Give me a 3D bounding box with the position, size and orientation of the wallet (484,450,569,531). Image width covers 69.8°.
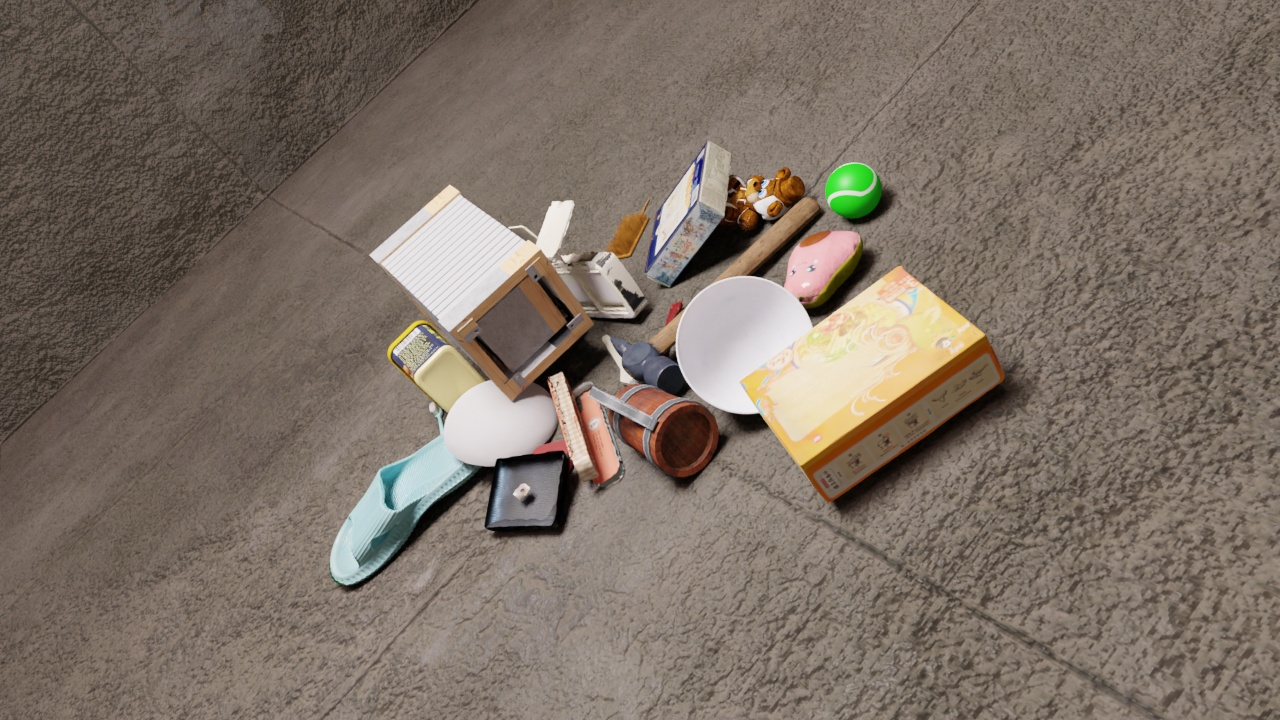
[{"bbox_3d":[-0.130,0.152,1.064,0.115,0.026,0.089,-10,63,35],"label":"wallet"}]

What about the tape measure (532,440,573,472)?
[{"bbox_3d":[-0.107,0.124,1.100,0.059,0.019,0.051,-15,45,31],"label":"tape measure"}]

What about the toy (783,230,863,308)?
[{"bbox_3d":[0.203,-0.102,1.036,0.090,0.051,0.109,-3,50,43],"label":"toy"}]

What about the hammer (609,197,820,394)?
[{"bbox_3d":[0.102,-0.092,1.122,0.321,0.040,0.129,-43,37,-11],"label":"hammer"}]

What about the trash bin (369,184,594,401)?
[{"bbox_3d":[-0.208,-0.092,1.185,0.142,0.142,0.247,-44,45,-9],"label":"trash bin"}]

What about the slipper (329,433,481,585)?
[{"bbox_3d":[-0.308,0.170,1.180,0.276,0.069,0.116,-42,39,0],"label":"slipper"}]

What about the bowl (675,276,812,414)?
[{"bbox_3d":[0.109,-0.012,0.983,0.144,0.144,0.074,-42,-5,-4],"label":"bowl"}]

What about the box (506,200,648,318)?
[{"bbox_3d":[-0.094,-0.117,1.209,0.144,0.180,0.080,3,47,53],"label":"box"}]

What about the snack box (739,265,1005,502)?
[{"bbox_3d":[0.213,0.023,0.861,0.195,0.080,0.145,-36,35,5],"label":"snack box"}]

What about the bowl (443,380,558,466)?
[{"bbox_3d":[-0.181,0.066,1.164,0.149,0.043,0.149,-6,40,5],"label":"bowl"}]

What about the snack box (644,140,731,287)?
[{"bbox_3d":[0.064,-0.196,1.223,0.145,0.042,0.144,-51,20,43],"label":"snack box"}]

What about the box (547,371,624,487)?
[{"bbox_3d":[-0.067,0.076,1.089,0.067,0.057,0.187,-9,35,-12],"label":"box"}]

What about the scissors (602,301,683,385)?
[{"bbox_3d":[0.000,0.000,1.143,0.180,0.015,0.198,9,58,46],"label":"scissors"}]

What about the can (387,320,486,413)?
[{"bbox_3d":[-0.267,0.023,1.262,0.075,0.135,0.104,-46,38,-10],"label":"can"}]

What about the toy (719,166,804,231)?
[{"bbox_3d":[0.157,-0.212,1.191,0.113,0.067,0.087,-17,48,49],"label":"toy"}]

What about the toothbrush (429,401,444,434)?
[{"bbox_3d":[-0.274,0.111,1.273,0.016,0.016,0.180,-39,36,5],"label":"toothbrush"}]

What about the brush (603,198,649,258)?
[{"bbox_3d":[-0.014,-0.203,1.380,0.048,0.017,0.126,-7,46,38],"label":"brush"}]

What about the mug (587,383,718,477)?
[{"bbox_3d":[0.007,0.063,0.981,0.111,0.117,0.081,24,87,56],"label":"mug"}]

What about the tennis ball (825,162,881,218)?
[{"bbox_3d":[0.253,-0.202,1.089,0.065,0.065,0.065,-25,37,20],"label":"tennis ball"}]
